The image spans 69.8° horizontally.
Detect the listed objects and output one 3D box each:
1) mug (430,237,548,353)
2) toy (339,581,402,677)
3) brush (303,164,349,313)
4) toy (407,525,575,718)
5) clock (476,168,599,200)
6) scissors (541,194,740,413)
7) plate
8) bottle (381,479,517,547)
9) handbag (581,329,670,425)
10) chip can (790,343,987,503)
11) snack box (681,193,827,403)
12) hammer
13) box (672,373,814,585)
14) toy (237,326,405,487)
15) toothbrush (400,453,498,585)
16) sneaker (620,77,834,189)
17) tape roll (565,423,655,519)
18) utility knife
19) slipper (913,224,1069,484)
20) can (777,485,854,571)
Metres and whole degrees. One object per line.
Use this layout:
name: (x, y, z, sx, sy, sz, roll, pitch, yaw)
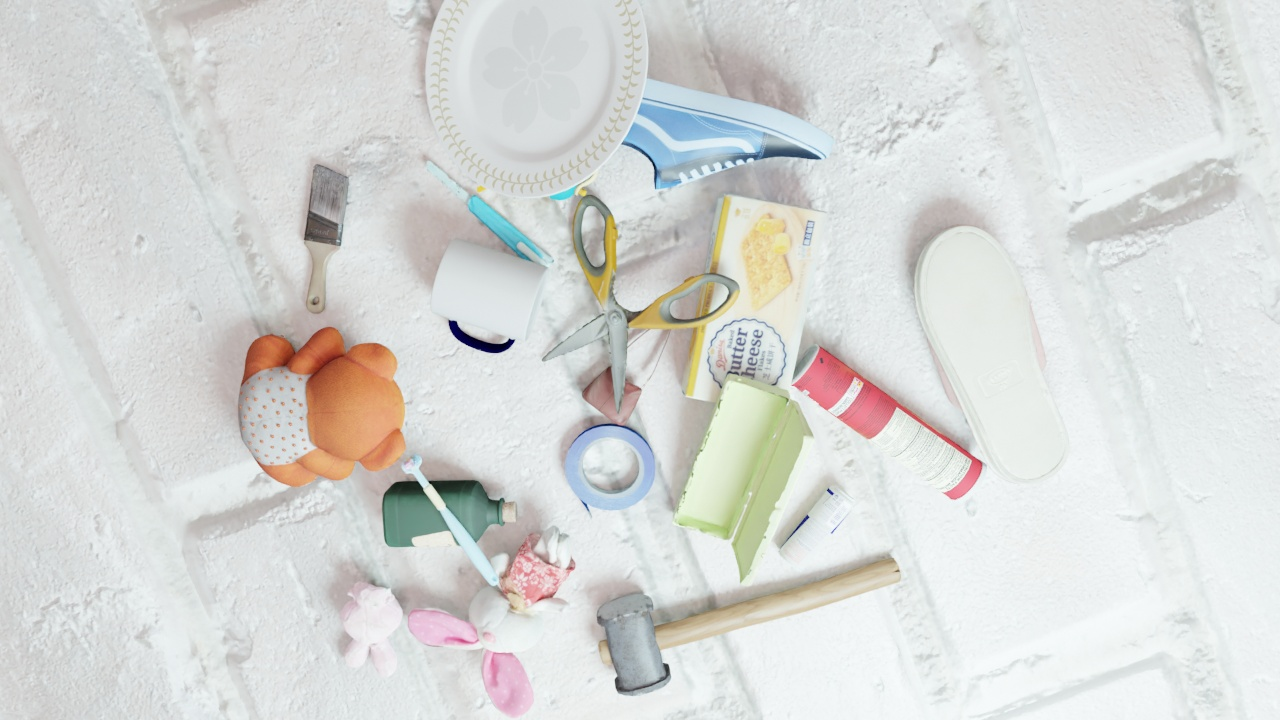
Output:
mug: (-0.153, -0.057, 0.922, 0.097, 0.078, 0.112, 18, 124, -2)
toy: (-0.285, 0.282, 0.972, 0.063, 0.047, 0.110, 10, 106, 7)
brush: (-0.326, -0.123, 0.941, 0.039, 0.012, 0.151, 10, 97, -1)
toy: (-0.131, 0.256, 0.950, 0.159, 0.084, 0.194, 40, 97, 9)
clock: (-0.104, -0.207, 0.917, 0.130, 0.043, 0.099, -6, 97, 8)
scissors: (-0.016, -0.065, 0.919, 0.226, 0.016, 0.229, -23, 83, 21)
plate: (-0.101, -0.276, 0.869, 0.243, 0.016, 0.242, 2, 96, 25)
bottle: (-0.194, 0.157, 0.948, 0.131, 0.061, 0.061, -1, 99, 0)
handbag: (-0.006, 0.006, 0.950, 0.055, 0.029, 0.119, 36, 90, 2)
chip can: (0.251, 0.064, 0.940, 0.214, 0.051, 0.052, 35, 95, -3)
snack box: (0.111, -0.056, 0.924, 0.104, 0.057, 0.208, 11, 96, -1)
hammer: (0.116, 0.267, 0.970, 0.328, 0.052, 0.098, -15, 96, -1)
box: (0.107, 0.115, 0.911, 0.127, 0.066, 0.188, 38, 125, 36)
toy: (-0.316, 0.048, 0.928, 0.173, 0.092, 0.164, -5, 94, 13)
toothbrush: (-0.186, 0.159, 0.907, 0.022, 0.016, 0.155, -38, 99, -32)
sneaker: (0.061, -0.206, 0.892, 0.241, 0.083, 0.098, 12, 97, -4)
tape roll: (-0.031, 0.112, 0.964, 0.093, 0.016, 0.091, -25, 96, 3)
utility knife: (-0.154, -0.149, 0.935, 0.162, 0.015, 0.022, 43, 95, -6)
slipper: (0.353, -0.005, 0.930, 0.114, 0.054, 0.274, -20, 93, 2)
can: (0.185, 0.175, 0.962, 0.032, 0.032, 0.095, 37, 95, -4)
